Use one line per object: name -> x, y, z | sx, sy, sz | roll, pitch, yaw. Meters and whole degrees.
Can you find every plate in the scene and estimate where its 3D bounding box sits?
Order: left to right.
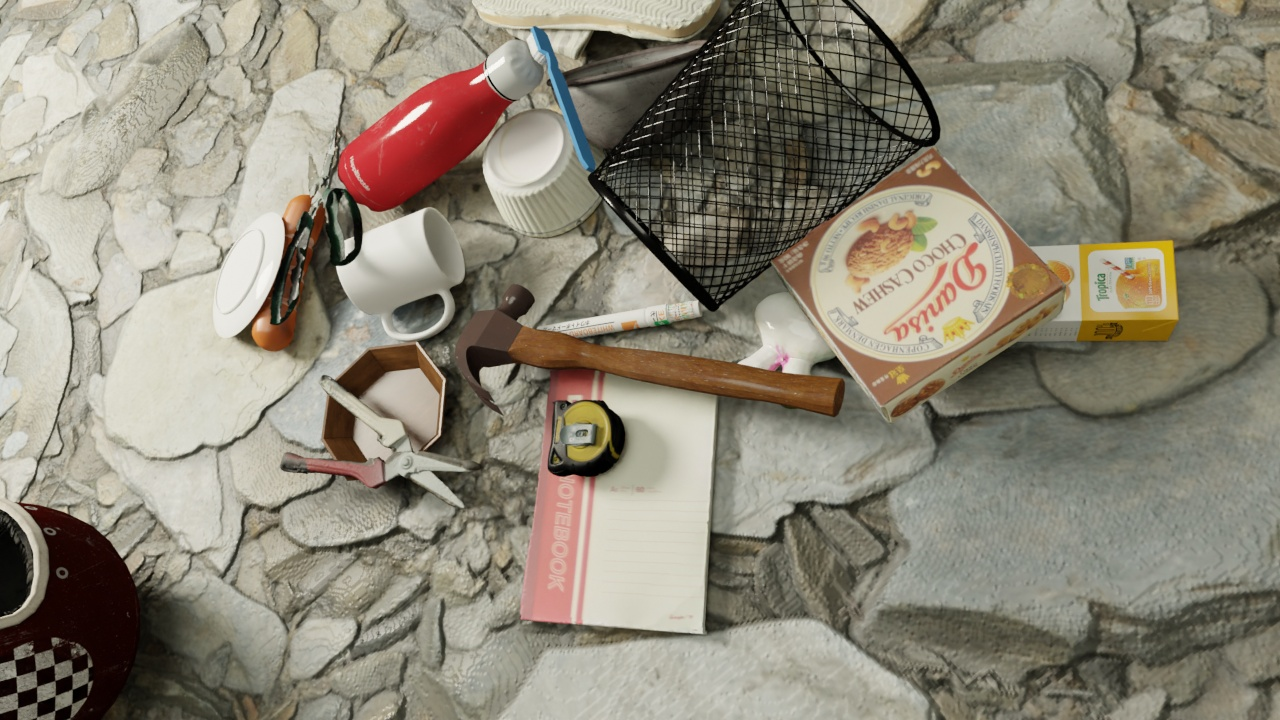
plate -> -0.396, -0.088, 0.913 | 0.135, 0.011, 0.134 | -20, 59, 37
plate -> -0.224, 0.047, 0.820 | 0.131, 0.025, 0.131 | -7, 69, 18

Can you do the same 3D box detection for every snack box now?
snack box -> 0.192, -0.054, 0.649 | 0.143, 0.041, 0.147 | -35, 61, 7

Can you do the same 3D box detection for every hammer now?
hammer -> -0.004, 0.004, 0.714 | 0.323, 0.033, 0.115 | 9, 55, 26

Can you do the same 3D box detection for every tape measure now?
tape measure -> -0.044, 0.061, 0.730 | 0.061, 0.034, 0.061 | -5, 69, 18

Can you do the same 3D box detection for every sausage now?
sausage -> -0.349, -0.088, 0.908 | 0.044, 0.039, 0.164 | -1, 70, 31

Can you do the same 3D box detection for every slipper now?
slipper -> -0.044, -0.345, 0.881 | 0.273, 0.054, 0.114 | 16, 73, 30

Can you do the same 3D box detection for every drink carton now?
drink carton -> 0.306, -0.047, 0.650 | 0.123, 0.040, 0.058 | 0, 71, 20

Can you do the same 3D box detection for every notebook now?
notebook -> -0.015, 0.105, 0.729 | 0.153, 0.012, 0.208 | -2, 70, 20

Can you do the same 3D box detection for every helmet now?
helmet -> -0.557, 0.226, 0.750 | 0.234, 0.252, 0.234 | 1, 96, 37

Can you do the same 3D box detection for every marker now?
marker -> -0.019, -0.032, 0.778 | 0.146, 0.017, 0.017 | -9, 68, 18

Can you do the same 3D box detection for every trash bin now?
trash bin -> 0.083, -0.160, 0.704 | 0.210, 0.184, 0.184 | -43, 62, 7

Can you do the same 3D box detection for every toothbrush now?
toothbrush -> -0.064, -0.207, 0.726 | 0.014, 0.016, 0.166 | -39, 54, 31

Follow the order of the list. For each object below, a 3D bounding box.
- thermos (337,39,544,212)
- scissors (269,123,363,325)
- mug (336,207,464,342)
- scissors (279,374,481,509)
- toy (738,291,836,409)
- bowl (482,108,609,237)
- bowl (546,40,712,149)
thermos -> -0.180, -0.213, 0.830 | 0.241, 0.073, 0.073 | -23, 62, 36
scissors -> -0.287, -0.134, 0.839 | 0.180, 0.015, 0.206 | -3, 74, 47
mug -> -0.213, -0.073, 0.842 | 0.091, 0.073, 0.110 | -18, 91, 13
scissors -> -0.231, 0.076, 0.788 | 0.187, 0.015, 0.179 | -28, 64, 8
toy -> 0.121, -0.019, 0.710 | 0.079, 0.038, 0.122 | 26, 83, 36
bowl -> -0.092, -0.177, 0.833 | 0.115, 0.062, 0.115 | -7, 69, 18
bowl -> -0.003, -0.226, 0.796 | 0.145, 0.067, 0.144 | -12, 23, 5
